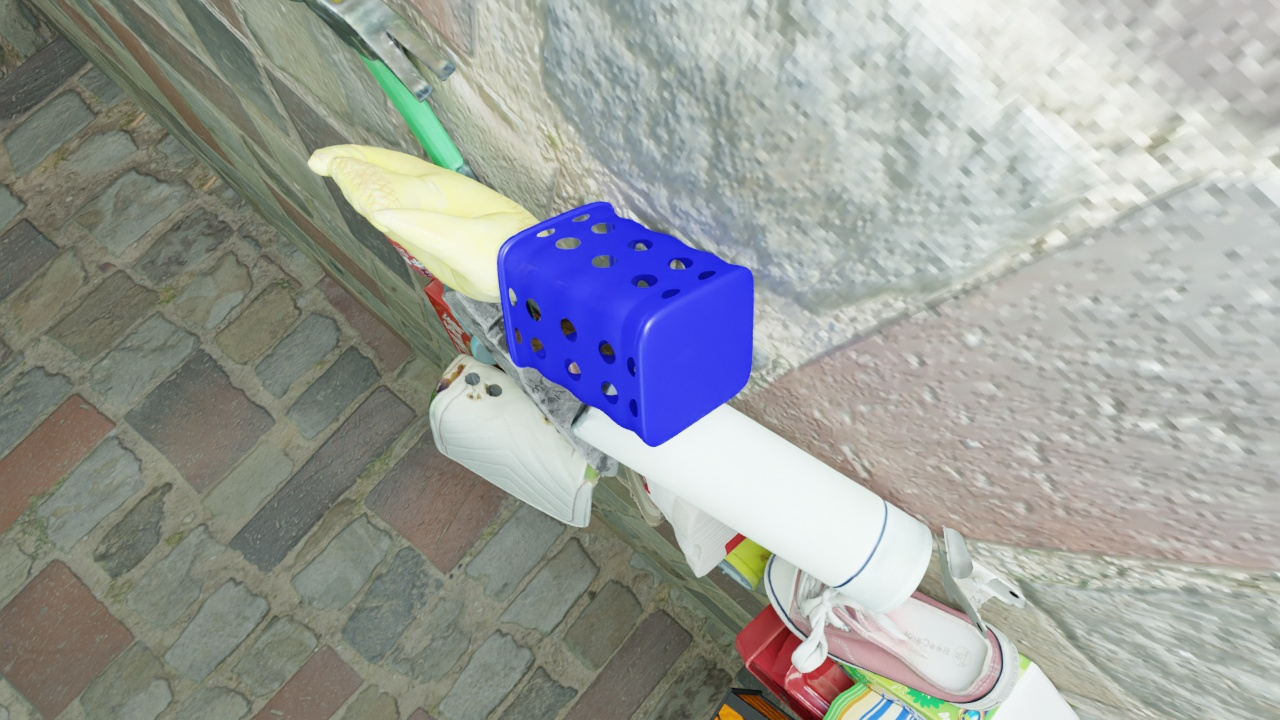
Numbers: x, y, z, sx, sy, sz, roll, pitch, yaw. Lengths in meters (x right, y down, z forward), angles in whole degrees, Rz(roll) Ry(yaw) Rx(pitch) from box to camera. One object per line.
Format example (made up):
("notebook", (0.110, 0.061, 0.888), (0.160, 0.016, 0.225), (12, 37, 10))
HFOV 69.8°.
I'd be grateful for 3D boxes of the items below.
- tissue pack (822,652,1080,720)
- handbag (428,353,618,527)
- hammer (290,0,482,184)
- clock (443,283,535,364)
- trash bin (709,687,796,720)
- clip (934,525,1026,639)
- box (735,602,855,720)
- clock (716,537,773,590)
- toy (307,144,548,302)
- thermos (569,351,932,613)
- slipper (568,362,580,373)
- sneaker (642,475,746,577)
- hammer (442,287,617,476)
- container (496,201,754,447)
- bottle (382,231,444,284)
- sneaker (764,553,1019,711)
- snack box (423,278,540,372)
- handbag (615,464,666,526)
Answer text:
("tissue pack", (0.220, 0.281, 0.734), (0.120, 0.141, 0.198), (46, 167, -19))
("handbag", (-0.120, 0.080, 0.983), (0.198, 0.096, 0.142), (28, 150, 9))
("hammer", (-0.135, -0.140, 0.652), (0.130, 0.032, 0.319), (34, 166, 28))
("clock", (-0.133, -0.036, 0.849), (0.124, 0.053, 0.090), (60, -167, 15))
("trash bin", (0.126, 0.399, 0.801), (0.172, 0.139, 0.139), (30, 172, 26))
("clip", (0.206, 0.146, 0.577), (0.054, 0.043, 0.102), (48, 175, 38))
("box", (0.194, 0.297, 0.904), (0.157, 0.136, 0.127), (45, 161, -10))
("clock", (0.101, 0.210, 1.049), (0.119, 0.057, 0.083), (35, 167, 26))
("toy", (-0.118, -0.084, 0.564), (0.170, 0.065, 0.154), (36, -170, 39))
("thermos", (0.070, 0.075, 0.572), (0.230, 0.067, 0.068), (32, 168, -5))
("slipper", (-0.053, 0.021, 0.882), (0.107, 0.055, 0.222), (47, 167, -13))
("sneaker", (0.049, 0.133, 0.899), (0.104, 0.090, 0.237), (46, 171, 25))
("hammer", (-0.020, 0.011, 0.687), (0.217, 0.037, 0.301), (51, 156, -19))
("container", (-0.007, -0.023, 0.493), (0.114, 0.084, 0.085), (30, 137, 38))
("bottle", (-0.195, -0.112, 0.854), (0.062, 0.062, 0.137), (35, 167, 28))
("sneaker", (0.165, 0.192, 0.702), (0.087, 0.118, 0.241), (26, 172, -31))
("snack box", (-0.166, -0.030, 1.036), (0.113, 0.060, 0.237), (40, 167, 7))
("handbag", (-0.023, 0.098, 1.095), (0.198, 0.062, 0.176), (48, 169, 12))
